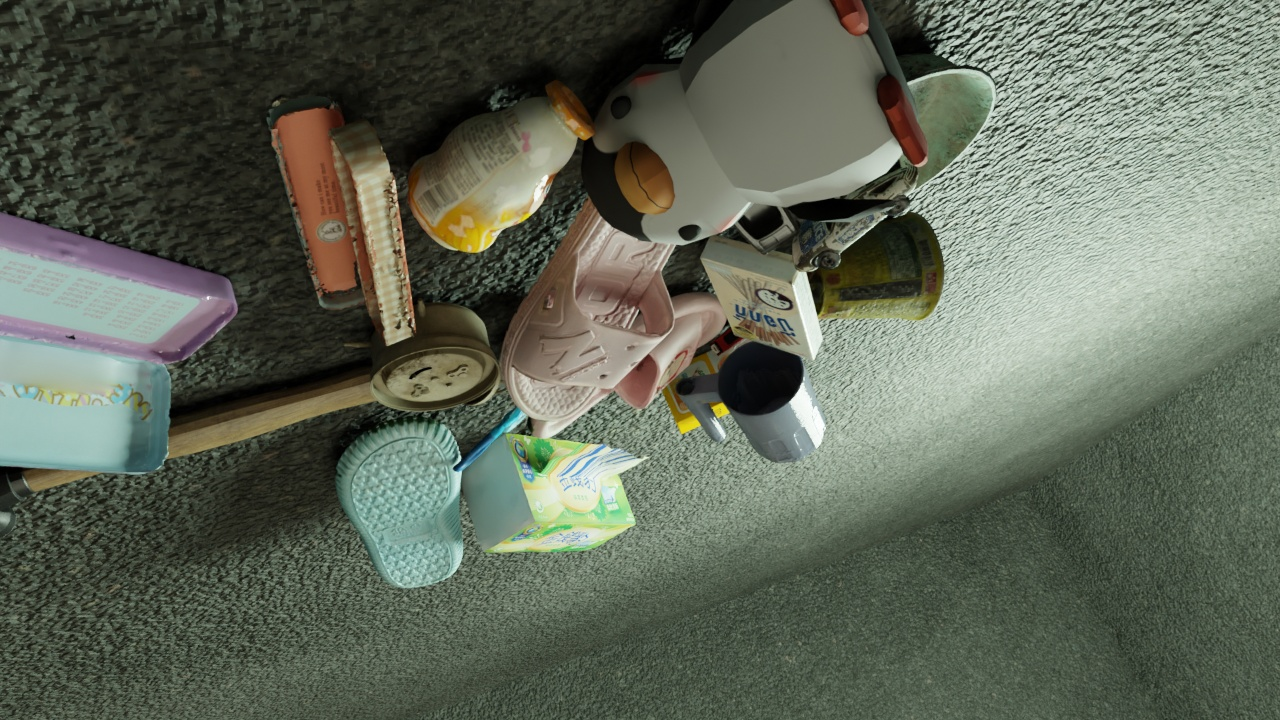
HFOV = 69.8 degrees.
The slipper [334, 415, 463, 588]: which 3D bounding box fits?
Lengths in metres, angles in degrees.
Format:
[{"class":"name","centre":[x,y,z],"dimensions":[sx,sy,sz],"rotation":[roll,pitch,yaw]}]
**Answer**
[{"class":"slipper","centre":[-0.226,0.132,0.887],"dimensions":[0.116,0.069,0.277],"rotation":[-13,141,-15]}]

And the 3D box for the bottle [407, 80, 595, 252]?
[{"class":"bottle","centre":[-0.077,-0.110,0.514],"dimensions":[0.109,0.063,0.063],"rotation":[-33,156,19]}]

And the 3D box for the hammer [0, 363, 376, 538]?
[{"class":"hammer","centre":[-0.335,0.053,0.658],"dimensions":[0.305,0.040,0.132],"rotation":[-17,159,-18]}]

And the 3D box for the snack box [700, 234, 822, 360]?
[{"class":"snack box","centre":[0.106,-0.050,0.781],"dimensions":[0.026,0.082,0.150],"rotation":[-64,155,-15]}]

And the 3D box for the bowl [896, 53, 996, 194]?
[{"class":"bowl","centre":[0.174,-0.164,0.662],"dimensions":[0.157,0.038,0.158],"rotation":[-20,157,-9]}]

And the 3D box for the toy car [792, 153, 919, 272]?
[{"class":"toy car","centre":[0.146,-0.107,0.650],"dimensions":[0.040,0.048,0.113],"rotation":[31,129,-24]}]

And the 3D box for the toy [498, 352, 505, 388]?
[{"class":"toy","centre":[-0.083,-0.008,0.757],"dimensions":[0.075,0.037,0.126],"rotation":[-17,161,-25]}]

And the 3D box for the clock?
[{"class":"clock","centre":[-0.146,0.000,0.695],"dimensions":[0.093,0.054,0.140],"rotation":[-26,151,20]}]

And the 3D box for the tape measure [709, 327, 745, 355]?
[{"class":"tape measure","centre":[0.094,-0.025,0.888],"dimensions":[0.051,0.019,0.059],"rotation":[-37,177,13]}]

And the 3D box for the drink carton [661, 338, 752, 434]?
[{"class":"drink carton","centre":[0.085,0.021,0.956],"dimensions":[0.122,0.058,0.040],"rotation":[-24,157,0]}]

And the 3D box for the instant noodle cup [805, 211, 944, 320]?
[{"class":"instant noodle cup","centre":[0.198,-0.076,0.819],"dimensions":[0.108,0.102,0.102],"rotation":[-8,154,-13]}]

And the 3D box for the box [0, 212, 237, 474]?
[{"class":"box","centre":[-0.334,-0.011,0.481],"dimensions":[0.214,0.062,0.140],"rotation":[19,98,-59]}]

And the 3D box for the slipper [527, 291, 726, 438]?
[{"class":"slipper","centre":[-0.005,0.005,0.797],"dimensions":[0.221,0.055,0.107],"rotation":[-30,160,-31]}]

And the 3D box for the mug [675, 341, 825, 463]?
[{"class":"mug","centre":[0.109,0.045,0.888],"dimensions":[0.124,0.083,0.104],"rotation":[-10,145,21]}]

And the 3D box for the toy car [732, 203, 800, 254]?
[{"class":"toy car","centre":[0.077,-0.113,0.648],"dimensions":[0.040,0.037,0.092],"rotation":[-31,123,21]}]

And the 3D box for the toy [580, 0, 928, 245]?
[{"class":"toy","centre":[0.054,-0.137,0.523],"dimensions":[0.184,0.159,0.139],"rotation":[-23,-164,26]}]

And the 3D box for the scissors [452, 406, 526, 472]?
[{"class":"scissors","centre":[-0.121,0.058,0.789],"dimensions":[0.113,0.013,0.141],"rotation":[-41,180,-22]}]

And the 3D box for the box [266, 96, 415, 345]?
[{"class":"box","centre":[-0.166,-0.069,0.526],"dimensions":[0.076,0.054,0.187],"rotation":[12,150,-2]}]

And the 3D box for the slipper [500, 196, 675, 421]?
[{"class":"slipper","centre":[-0.023,-0.039,0.638],"dimensions":[0.094,0.064,0.240],"rotation":[5,127,-38]}]

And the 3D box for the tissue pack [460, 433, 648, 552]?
[{"class":"tissue pack","centre":[-0.074,0.130,0.981],"dimensions":[0.142,0.120,0.197],"rotation":[-33,162,23]}]
